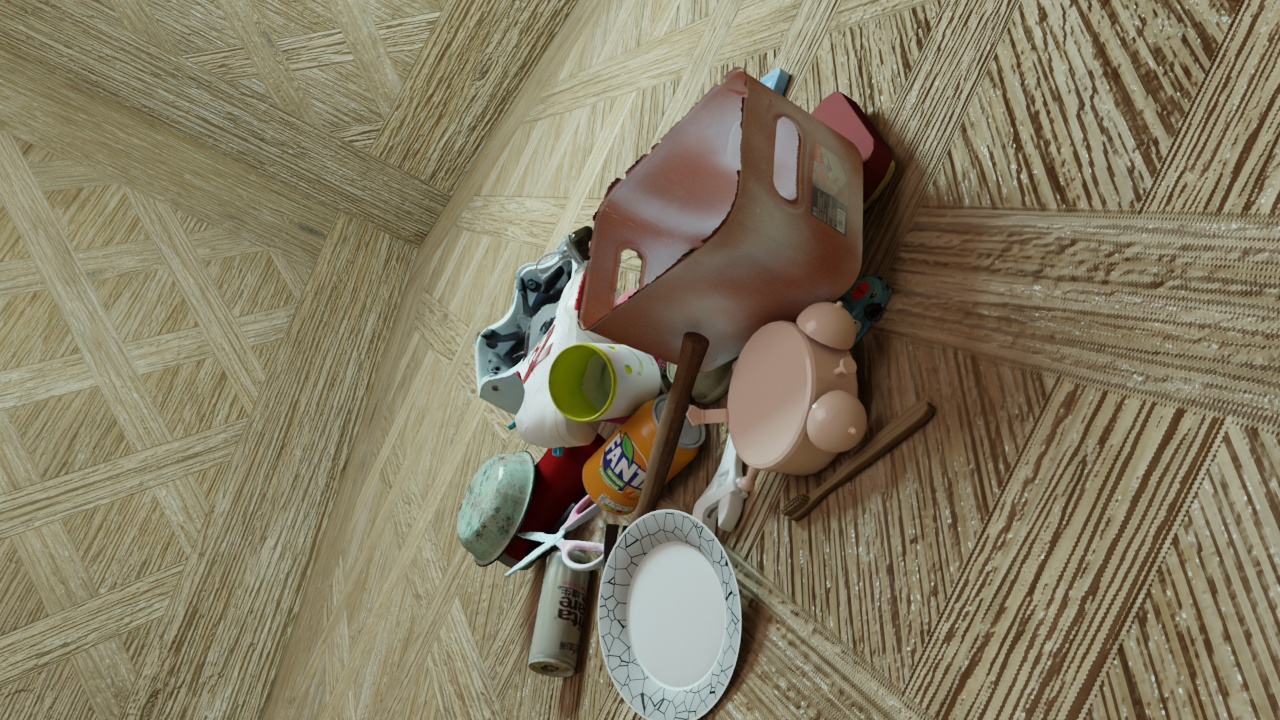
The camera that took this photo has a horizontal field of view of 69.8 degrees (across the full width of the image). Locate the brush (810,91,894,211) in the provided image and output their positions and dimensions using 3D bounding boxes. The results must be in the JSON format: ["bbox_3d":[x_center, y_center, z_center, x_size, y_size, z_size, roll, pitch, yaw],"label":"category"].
[{"bbox_3d":[0.207,-0.206,0.928,0.082,0.042,0.173,-52,25,28],"label":"brush"}]

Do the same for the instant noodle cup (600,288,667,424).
[{"bbox_3d":[-0.007,0.007,1.134,0.179,0.077,0.178,-49,28,37],"label":"instant noodle cup"}]

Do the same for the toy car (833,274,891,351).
[{"bbox_3d":[0.178,-0.034,0.829,0.108,0.027,0.060,-55,24,21],"label":"toy car"}]

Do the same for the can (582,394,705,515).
[{"bbox_3d":[0.002,0.104,1.005,0.143,0.079,0.079,-47,28,37],"label":"can"}]

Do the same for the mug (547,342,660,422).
[{"bbox_3d":[-0.037,0.023,0.989,0.083,0.106,0.082,0,90,29],"label":"mug"}]

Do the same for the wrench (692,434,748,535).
[{"bbox_3d":[0.106,0.049,0.920,0.066,0.018,0.272,-22,46,60],"label":"wrench"}]

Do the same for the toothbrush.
[{"bbox_3d":[0.171,0.083,0.739,0.167,0.016,0.016,-47,29,35],"label":"toothbrush"}]

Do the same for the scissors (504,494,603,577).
[{"bbox_3d":[-0.083,0.208,1.069,0.170,0.014,0.173,-34,26,-12],"label":"scissors"}]

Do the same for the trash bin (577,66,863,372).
[{"bbox_3d":[0.074,-0.115,0.870,0.261,0.157,0.181,-33,42,50],"label":"trash bin"}]

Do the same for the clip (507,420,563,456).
[{"bbox_3d":[-0.097,0.056,1.134,0.027,0.104,0.120,-13,49,59],"label":"clip"}]

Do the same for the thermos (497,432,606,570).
[{"bbox_3d":[-0.117,0.184,1.188,0.199,0.084,0.108,-54,37,18],"label":"thermos"}]

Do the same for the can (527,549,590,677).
[{"bbox_3d":[-0.091,0.288,1.054,0.054,0.054,0.135,-40,32,45],"label":"can"}]

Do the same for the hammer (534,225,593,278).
[{"bbox_3d":[0.022,-0.183,1.078,0.327,0.079,0.176,-26,33,11],"label":"hammer"}]

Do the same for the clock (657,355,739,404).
[{"bbox_3d":[0.056,0.007,1.023,0.141,0.054,0.092,-45,29,35],"label":"clock"}]

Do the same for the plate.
[{"bbox_3d":[0.027,0.232,0.839,0.189,0.016,0.188,-15,70,47],"label":"plate"}]

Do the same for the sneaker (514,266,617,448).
[{"bbox_3d":[-0.098,-0.006,1.087,0.104,0.090,0.236,-9,59,29],"label":"sneaker"}]

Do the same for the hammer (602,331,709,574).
[{"bbox_3d":[0.013,0.120,0.909,0.115,0.033,0.324,-110,31,-59],"label":"hammer"}]

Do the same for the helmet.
[{"bbox_3d":[-0.113,-0.035,1.300,0.264,0.163,0.236,-55,23,7],"label":"helmet"}]

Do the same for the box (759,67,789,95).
[{"bbox_3d":[0.127,-0.280,1.213,0.126,0.021,0.208,-3,63,64],"label":"box"}]

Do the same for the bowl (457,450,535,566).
[{"bbox_3d":[-0.192,0.183,1.178,0.158,0.038,0.157,-44,31,35],"label":"bowl"}]

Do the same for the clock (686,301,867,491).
[{"bbox_3d":[0.121,0.030,0.794,0.161,0.086,0.131,-31,53,50],"label":"clock"}]
